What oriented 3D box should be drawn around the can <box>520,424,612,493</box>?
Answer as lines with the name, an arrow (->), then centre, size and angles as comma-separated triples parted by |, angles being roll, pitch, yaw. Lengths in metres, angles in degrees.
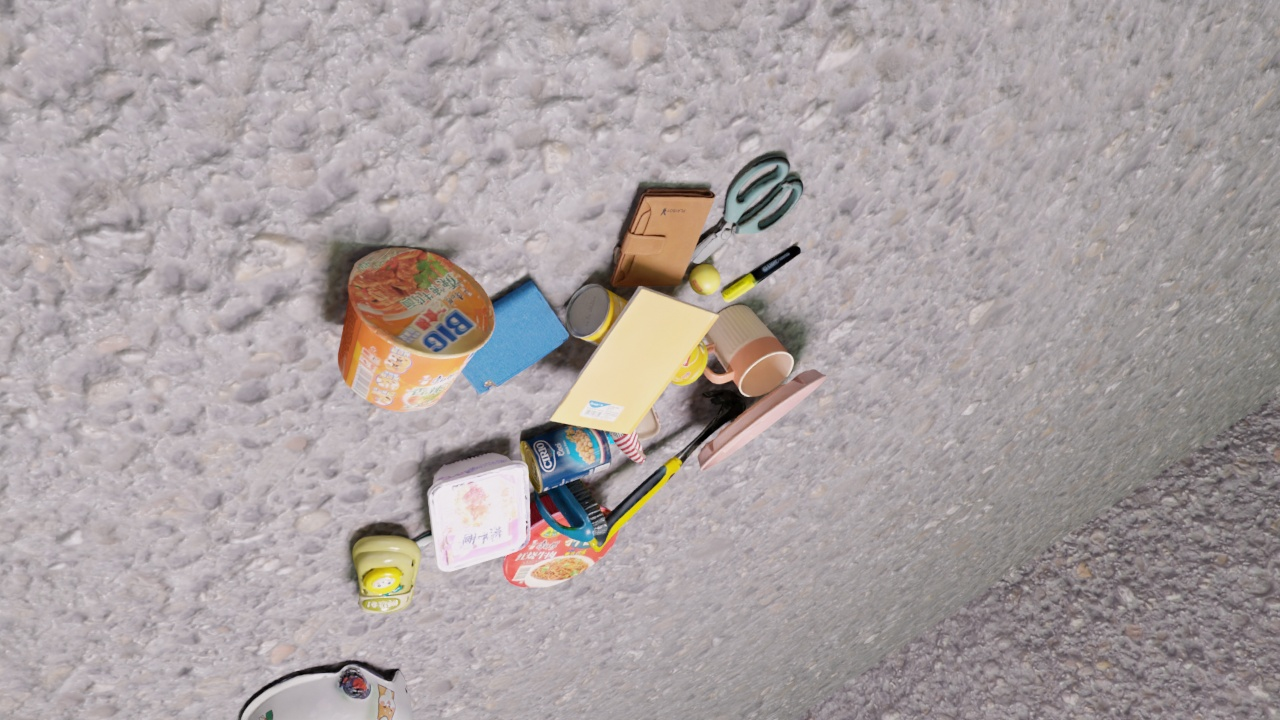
can -> -0.102, 0.130, 1.274 | 0.111, 0.075, 0.075 | -18, 140, -20

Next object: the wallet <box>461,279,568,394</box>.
wallet -> -0.160, -0.026, 1.092 | 0.133, 0.040, 0.106 | -32, 134, -1

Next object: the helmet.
helmet -> -0.485, 0.611, 1.464 | 0.230, 0.156, 0.274 | -44, 141, 13

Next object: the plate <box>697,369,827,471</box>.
plate -> 0.173, 0.084, 1.340 | 0.229, 0.028, 0.230 | -35, 168, -9

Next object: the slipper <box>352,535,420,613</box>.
slipper -> -0.354, 0.317, 1.287 | 0.091, 0.081, 0.191 | -1, 138, -15

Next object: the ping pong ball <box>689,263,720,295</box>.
ping pong ball -> 0.083, -0.104, 1.176 | 0.040, 0.040, 0.040 | -20, 141, -17

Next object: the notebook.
notebook -> -0.007, 0.007, 1.139 | 0.145, 0.010, 0.207 | 14, 119, -44

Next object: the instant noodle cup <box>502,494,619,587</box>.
instant noodle cup -> -0.132, 0.268, 1.413 | 0.193, 0.066, 0.194 | -20, 140, -18

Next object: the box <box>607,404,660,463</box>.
box -> -0.015, 0.063, 1.268 | 0.087, 0.076, 0.163 | -45, 136, -22

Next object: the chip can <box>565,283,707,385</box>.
chip can -> -0.001, -0.029, 1.174 | 0.072, 0.072, 0.213 | -46, 140, 17

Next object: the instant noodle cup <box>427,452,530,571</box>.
instant noodle cup -> -0.225, 0.199, 1.262 | 0.137, 0.060, 0.174 | -13, 132, -21

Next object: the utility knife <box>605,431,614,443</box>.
utility knife -> -0.001, 0.060, 1.317 | 0.034, 0.018, 0.160 | 12, 123, -42

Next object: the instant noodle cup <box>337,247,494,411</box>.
instant noodle cup -> -0.241, -0.026, 0.953 | 0.151, 0.151, 0.112 | 0, 140, -36

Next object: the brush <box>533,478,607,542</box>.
brush -> -0.107, 0.202, 1.292 | 0.073, 0.144, 0.055 | -20, 134, -26

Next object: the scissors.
scissors -> 0.119, -0.189, 1.127 | 0.185, 0.019, 0.130 | -30, 142, -6

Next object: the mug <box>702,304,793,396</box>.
mug -> 0.134, -0.010, 1.262 | 0.114, 0.106, 0.082 | -20, 141, -16

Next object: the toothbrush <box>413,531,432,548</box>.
toothbrush -> -0.262, 0.229, 1.318 | 0.191, 0.016, 0.018 | -29, 133, -6

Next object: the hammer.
hammer -> 0.039, 0.165, 1.391 | 0.323, 0.032, 0.126 | -42, 142, -12

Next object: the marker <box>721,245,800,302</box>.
marker -> 0.163, -0.118, 1.237 | 0.124, 0.018, 0.015 | -34, 148, 0

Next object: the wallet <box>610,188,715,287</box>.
wallet -> 0.025, -0.146, 1.099 | 0.107, 0.031, 0.132 | -5, 134, -34
